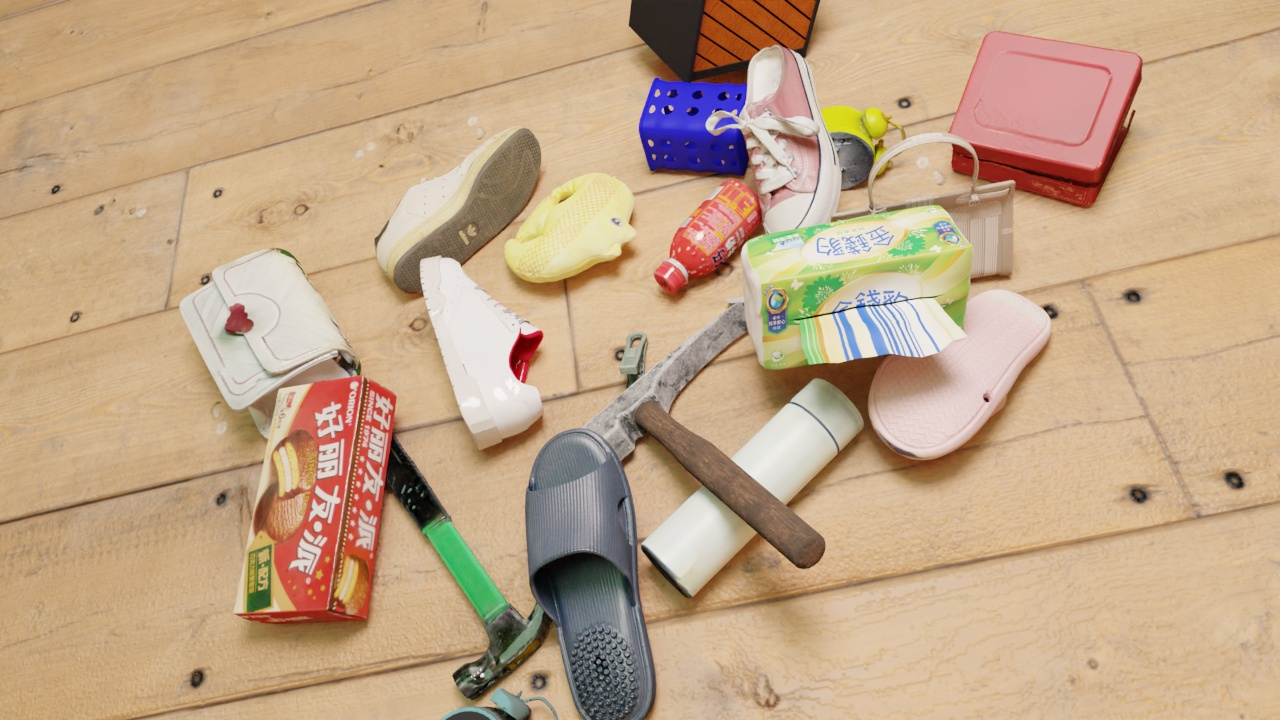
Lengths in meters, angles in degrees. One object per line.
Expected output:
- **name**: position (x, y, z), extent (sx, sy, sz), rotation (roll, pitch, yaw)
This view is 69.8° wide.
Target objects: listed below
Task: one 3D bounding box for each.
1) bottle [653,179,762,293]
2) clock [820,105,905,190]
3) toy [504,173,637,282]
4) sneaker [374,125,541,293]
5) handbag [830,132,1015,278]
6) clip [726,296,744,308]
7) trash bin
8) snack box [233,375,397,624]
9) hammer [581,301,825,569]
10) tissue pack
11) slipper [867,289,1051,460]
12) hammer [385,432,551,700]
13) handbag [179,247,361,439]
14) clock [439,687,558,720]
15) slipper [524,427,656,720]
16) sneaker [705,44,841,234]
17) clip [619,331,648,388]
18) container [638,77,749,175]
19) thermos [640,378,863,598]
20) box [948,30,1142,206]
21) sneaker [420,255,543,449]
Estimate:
- **bottle**: position (0.070, -0.129, 0.990), extent (0.062, 0.062, 0.137), rotation (36, 75, 29)
- **clock**: position (0.227, -0.232, 0.998), extent (0.119, 0.083, 0.057), rotation (-1, 54, 16)
- **toy**: position (-0.073, -0.151, 1.040), extent (0.155, 0.065, 0.170), rotation (20, 60, 37)
- **sneaker**: position (-0.223, -0.189, 1.092), extent (0.241, 0.089, 0.102), rotation (-47, 53, -9)
- **handbag**: position (0.264, -0.143, 0.866), extent (0.176, 0.198, 0.062), rotation (-9, 59, 9)
- **clip**: position (0.140, -0.054, 0.945), extent (0.102, 0.044, 0.054), rotation (-9, 46, 10)
- **trash bin**: position (0.101, -0.439, 1.081), extent (0.171, 0.140, 0.139), rotation (-20, 55, -23)
- **snack box**: position (-0.320, 0.138, 0.915), extent (0.113, 0.060, 0.236), rotation (-8, 65, 21)
- **hammer**: position (0.088, 0.068, 0.815), extent (0.217, 0.037, 0.300), rotation (-40, 35, -9)
- **tissue pack**: position (0.197, -0.046, 0.810), extent (0.198, 0.120, 0.141), rotation (-15, 41, 3)
- **slipper**: position (0.297, 0.009, 0.856), extent (0.221, 0.056, 0.107), rotation (-39, 58, -22)
- **hammer**: position (-0.198, 0.166, 0.906), extent (0.130, 0.032, 0.319), rotation (-39, 59, -9)
- **handbag**: position (-0.416, -0.028, 1.035), extent (0.142, 0.096, 0.198), rotation (-37, 57, -10)
- **clock**: position (-0.128, 0.331, 0.780), extent (0.124, 0.053, 0.090), rotation (-28, 58, -6)
- **slipper**: position (-0.054, 0.187, 0.791), extent (0.101, 0.082, 0.263), rotation (-17, 74, 18)
- **sneaker**: position (0.139, -0.227, 0.945), extent (0.119, 0.087, 0.240), rotation (-24, 64, 42)
- **clip**: position (-0.006, -0.003, 0.956), extent (0.023, 0.061, 0.075), rotation (-3, 45, 11)
- **container**: position (0.068, -0.268, 1.056), extent (0.114, 0.085, 0.084), rotation (8, 64, 17)
- **thermos**: position (0.104, 0.114, 0.838), extent (0.229, 0.068, 0.068), rotation (-42, 60, -12)
- **box**: position (0.411, -0.249, 0.937), extent (0.157, 0.127, 0.137), rotation (22, 73, 24)
- **sneaker**: position (-0.160, -0.025, 0.978), extent (0.104, 0.090, 0.236), rotation (-20, 56, -8)
